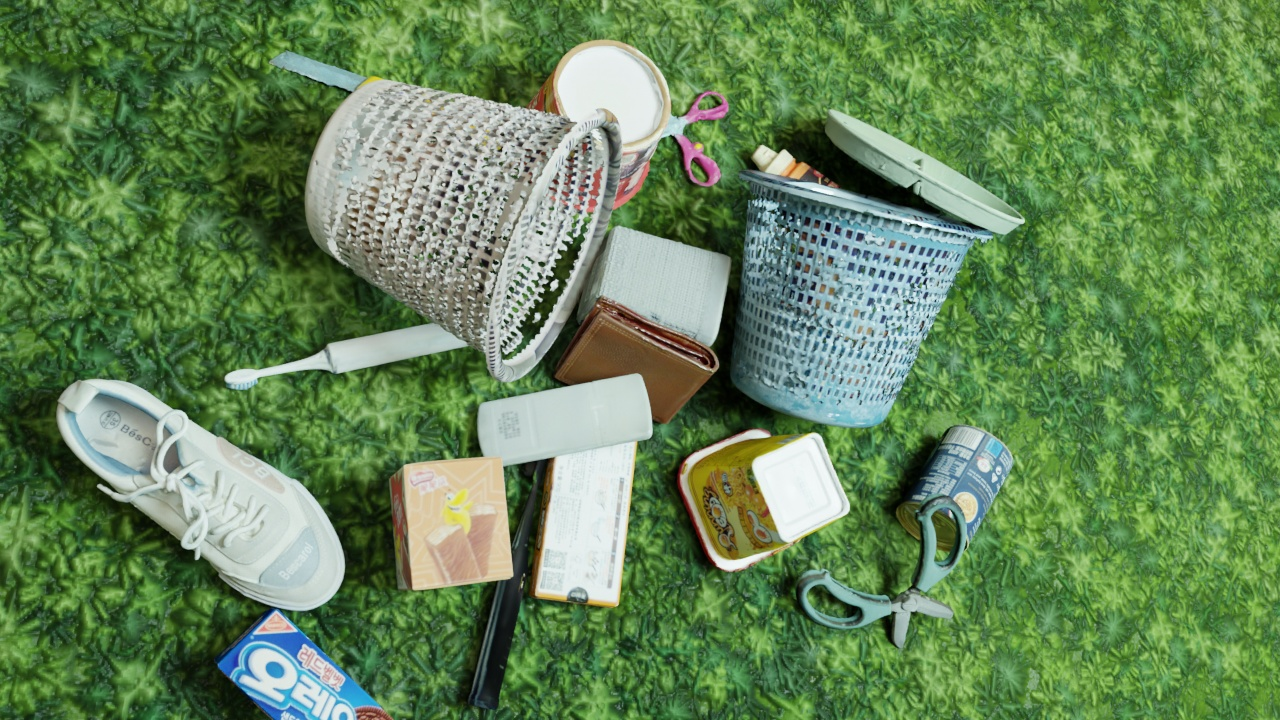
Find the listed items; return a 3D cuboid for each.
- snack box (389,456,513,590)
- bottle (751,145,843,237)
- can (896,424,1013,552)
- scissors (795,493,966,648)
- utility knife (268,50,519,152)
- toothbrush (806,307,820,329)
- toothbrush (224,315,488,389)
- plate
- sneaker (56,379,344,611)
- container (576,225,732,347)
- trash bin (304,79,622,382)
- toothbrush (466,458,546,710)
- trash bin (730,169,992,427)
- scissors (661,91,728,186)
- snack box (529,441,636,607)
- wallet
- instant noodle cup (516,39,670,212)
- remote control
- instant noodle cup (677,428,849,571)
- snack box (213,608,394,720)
[{"bbox_3d":[-0.153,0.131,0.729,0.077,0.093,0.094,-3,78,-22],"label":"snack box"},{"bbox_3d":[0.175,-0.170,0.957,0.149,0.067,0.066,42,66,0],"label":"bottle"},{"bbox_3d":[0.319,0.128,0.928,0.075,0.075,0.111,43,66,-7],"label":"can"},{"bbox_3d":[0.234,0.197,0.867,0.174,0.019,0.170,12,107,-13],"label":"scissors"},{"bbox_3d":[-0.219,-0.236,0.833,0.230,0.015,0.033,17,66,-12],"label":"utility knife"},{"bbox_3d":[0.214,-0.089,0.977,0.014,0.018,0.188,41,69,-7],"label":"toothbrush"},{"bbox_3d":[-0.230,-0.007,0.769,0.220,0.026,0.026,-14,56,-24],"label":"toothbrush"},{"bbox_3d":[0.287,-0.193,0.946,0.230,0.229,0.028,24,114,-12],"label":"plate"},{"bbox_3d":[-0.317,0.095,0.675,0.242,0.091,0.089,40,67,-9],"label":"sneaker"},{"bbox_3d":[0.009,-0.062,0.847,0.114,0.090,0.090,17,70,-14],"label":"container"},{"bbox_3d":[-0.145,-0.121,0.733,0.192,0.228,0.227,23,68,8],"label":"trash bin"},{"bbox_3d":[-0.109,0.181,0.773,0.026,0.027,0.212,43,53,-57],"label":"toothbrush"},{"bbox_3d":[0.175,-0.053,0.835,0.226,0.226,0.195,9,106,-20],"label":"trash bin"},{"bbox_3d":[0.043,-0.241,0.945,0.136,0.017,0.133,-41,90,-21],"label":"scissors"},{"bbox_3d":[-0.049,0.135,0.807,0.075,0.026,0.153,12,72,-18],"label":"snack box"},{"bbox_3d":[-0.005,0.005,0.819,0.124,0.101,0.032,25,45,-14],"label":"wallet"},{"bbox_3d":[-0.038,-0.219,0.850,0.137,0.109,0.137,4,77,-18],"label":"instant noodle cup"},{"bbox_3d":[-0.066,0.053,0.793,0.150,0.021,0.058,-10,72,1],"label":"remote control"},{"bbox_3d":[0.113,0.120,0.821,0.115,0.124,0.116,-20,85,-25],"label":"instant noodle cup"},{"bbox_3d":[-0.223,0.275,0.685,0.207,0.057,0.058,46,62,-5],"label":"snack box"}]
